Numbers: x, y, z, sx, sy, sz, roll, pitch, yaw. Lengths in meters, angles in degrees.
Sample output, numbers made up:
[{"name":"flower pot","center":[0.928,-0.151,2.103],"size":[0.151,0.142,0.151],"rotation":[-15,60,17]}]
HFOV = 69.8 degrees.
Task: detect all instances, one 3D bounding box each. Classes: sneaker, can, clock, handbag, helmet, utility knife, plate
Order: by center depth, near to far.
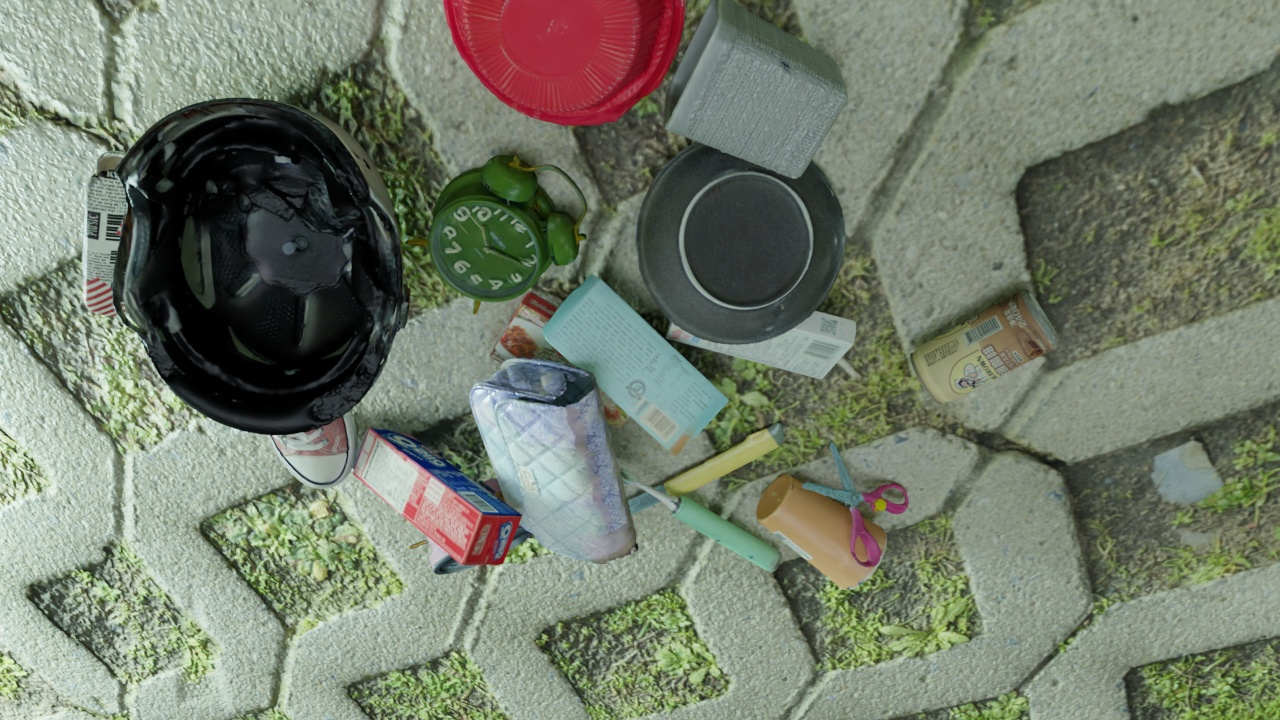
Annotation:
[{"name":"plate","center":[0.086,-0.100,0.765],"size":[0.179,0.024,0.179],"rotation":[-1,100,-6]},{"name":"helmet","center":[-0.308,-0.091,0.783],"size":[0.230,0.156,0.274],"rotation":[0,115,-4]},{"name":"clock","center":[-0.119,-0.115,0.809],"size":[0.162,0.056,0.116],"rotation":[-30,117,25]},{"name":"can","center":[0.307,-0.010,0.824],"size":[0.116,0.058,0.058],"rotation":[-33,115,26]},{"name":"handbag","center":[-0.080,0.096,0.860],"size":[0.134,0.075,0.194],"rotation":[9,129,33]},{"name":"sneaker","center":[-0.348,0.037,0.911],"size":[0.118,0.087,0.241],"rotation":[-6,117,-1]},{"name":"utility knife","center":[0.060,0.123,0.976],"size":[0.221,0.022,0.031],"rotation":[-32,112,19]},{"name":"clock","center":[-0.162,0.170,0.984],"size":[0.159,0.117,0.059],"rotation":[-31,71,18]}]

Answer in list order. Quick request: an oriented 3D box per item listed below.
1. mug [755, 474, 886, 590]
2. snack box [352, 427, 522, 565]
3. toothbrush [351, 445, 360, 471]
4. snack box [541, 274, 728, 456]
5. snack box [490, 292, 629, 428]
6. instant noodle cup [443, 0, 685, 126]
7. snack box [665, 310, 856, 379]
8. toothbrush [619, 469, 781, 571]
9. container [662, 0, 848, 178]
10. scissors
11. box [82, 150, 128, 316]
[{"name":"mug","center":[0.186,0.177,0.966],"size":[0.122,0.078,0.078],"rotation":[34,122,-10]},{"name":"snack box","center":[-0.208,0.132,0.919],"size":[0.057,0.208,0.058],"rotation":[14,99,-51]},{"name":"toothbrush","center":[-0.278,0.137,1.027],"size":[0.221,0.026,0.026],"rotation":[39,144,-19]},{"name":"snack box","center":[-0.005,0.005,0.856],"size":[0.175,0.051,0.074],"rotation":[43,90,-14]},{"name":"snack box","center":[-0.064,0.002,0.903],"size":[0.153,0.025,0.075],"rotation":[30,124,-13]},{"name":"instant noodle cup","center":[-0.062,-0.261,0.695],"size":[0.194,0.065,0.194],"rotation":[3,126,4]},{"name":"snack box","center":[0.107,-0.027,0.836],"size":[0.157,0.026,0.085],"rotation":[15,156,-3]},{"name":"toothbrush","center":[0.064,0.172,0.992],"size":[0.224,0.026,0.027],"rotation":[33,147,-22]},{"name":"container","center":[0.088,-0.205,0.701],"size":[0.114,0.090,0.090],"rotation":[22,126,-12]},{"name":"scissors","center":[0.219,0.149,0.934],"size":[0.133,0.130,0.017],"rotation":[16,161,-21]},{"name":"box","center":[-0.480,-0.107,0.849],"size":[0.075,0.083,0.164],"rotation":[18,123,-13]}]
